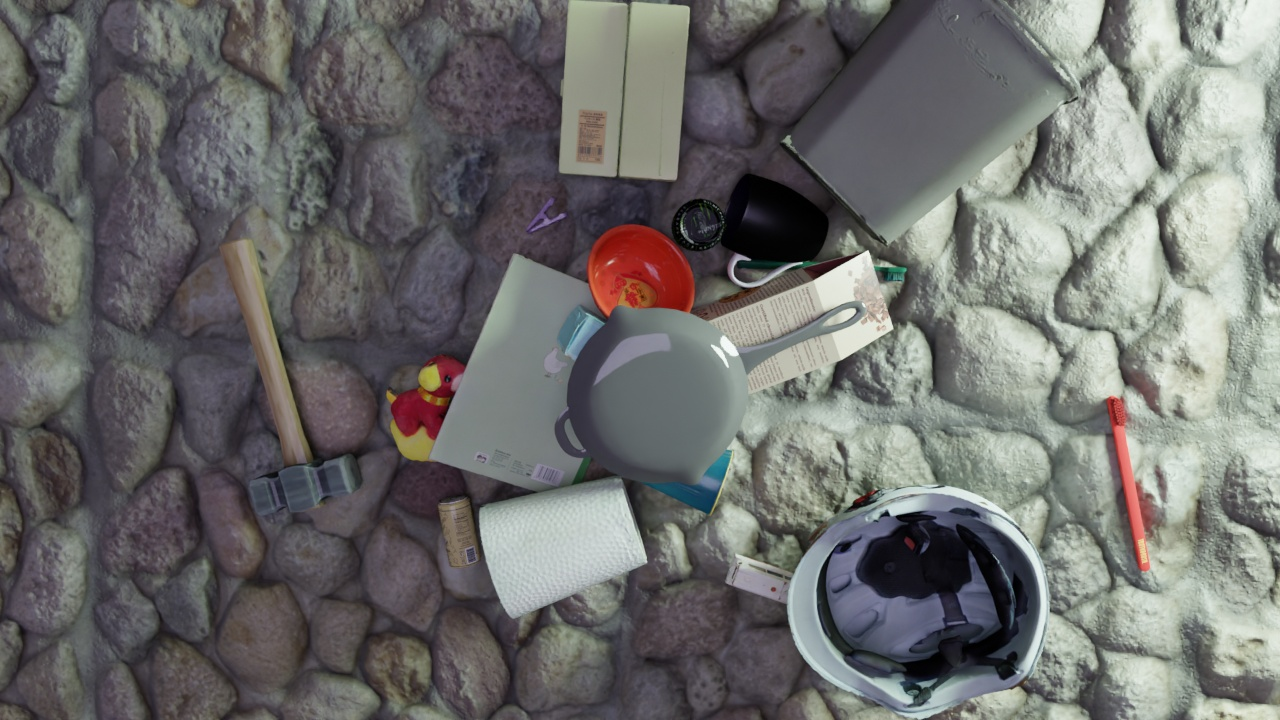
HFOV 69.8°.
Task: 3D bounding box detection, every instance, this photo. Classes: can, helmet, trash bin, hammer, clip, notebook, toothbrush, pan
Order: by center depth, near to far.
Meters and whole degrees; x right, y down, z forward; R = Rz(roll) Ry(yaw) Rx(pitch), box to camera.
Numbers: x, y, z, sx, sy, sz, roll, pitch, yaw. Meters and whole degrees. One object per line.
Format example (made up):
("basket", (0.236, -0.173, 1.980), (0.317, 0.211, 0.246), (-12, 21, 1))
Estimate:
("trash bin", (0.275, -0.251, 0.937), (0.197, 0.197, 0.220), (44, 103, -3))
("pan", (0.077, 0.017, 0.967), (0.354, 0.024, 0.216), (-24, 106, 1))
("can", (0.061, -0.143, 0.979), (0.054, 0.137, 0.054), (0, 97, 1))
("helmet", (0.294, 0.245, 1.007), (0.264, 0.163, 0.236), (-17, 92, 11))
("trash bin", (-0.084, 0.203, 1.039), (0.161, 0.133, 0.133), (-17, 96, -1))
("toothbrush", (0.205, -0.103, 1.039), (0.190, 0.016, 0.017), (4, 101, 2))
("notebook", (-0.109, 0.027, 1.044), (0.182, 0.010, 0.253), (21, 99, -20))
("clip", (-0.104, -0.161, 1.048), (0.046, 0.014, 0.050), (23, 95, -3))
("toothbrush", (0.563, 0.144, 1.053), (0.012, 0.018, 0.212), (-14, 97, 4))
("hammer", (-0.427, 0.019, 1.070), (0.117, 0.051, 0.323), (-14, 94, 4))
("can", (-0.214, 0.202, 1.086), (0.038, 0.038, 0.079), (-9, 97, 4))

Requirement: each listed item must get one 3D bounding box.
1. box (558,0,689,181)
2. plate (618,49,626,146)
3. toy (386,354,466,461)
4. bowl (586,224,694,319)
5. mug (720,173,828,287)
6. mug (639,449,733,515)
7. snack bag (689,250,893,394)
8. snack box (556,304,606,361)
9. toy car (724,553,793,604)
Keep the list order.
("box", (-0.019, -0.292, 0.996), (0.137, 0.024, 0.187), (6, 98, 4))
("plate", (-0.015, -0.289, 1.020), (0.104, 0.026, 0.104), (0, 98, 2))
("toy", (-0.244, 0.054, 1.061), (0.105, 0.067, 0.137), (21, 110, -3))
("bowl", (-0.007, -0.083, 1.019), (0.130, 0.045, 0.130), (8, 70, -24))
("mug", (0.144, -0.133, 1.005), (0.100, 0.085, 0.119), (17, 99, -12))
("mug", (0.036, 0.119, 1.049), (0.121, 0.078, 0.078), (20, 98, 5))
("snack bag", (0.167, -0.040, 1.013), (0.206, 0.069, 0.094), (-21, 107, 5))
("snack box", (-0.006, 0.006, 1.014), (0.174, 0.075, 0.053), (32, 95, -16))
("toy car", (0.159, 0.264, 1.076), (0.113, 0.039, 0.039), (19, 97, 0))
